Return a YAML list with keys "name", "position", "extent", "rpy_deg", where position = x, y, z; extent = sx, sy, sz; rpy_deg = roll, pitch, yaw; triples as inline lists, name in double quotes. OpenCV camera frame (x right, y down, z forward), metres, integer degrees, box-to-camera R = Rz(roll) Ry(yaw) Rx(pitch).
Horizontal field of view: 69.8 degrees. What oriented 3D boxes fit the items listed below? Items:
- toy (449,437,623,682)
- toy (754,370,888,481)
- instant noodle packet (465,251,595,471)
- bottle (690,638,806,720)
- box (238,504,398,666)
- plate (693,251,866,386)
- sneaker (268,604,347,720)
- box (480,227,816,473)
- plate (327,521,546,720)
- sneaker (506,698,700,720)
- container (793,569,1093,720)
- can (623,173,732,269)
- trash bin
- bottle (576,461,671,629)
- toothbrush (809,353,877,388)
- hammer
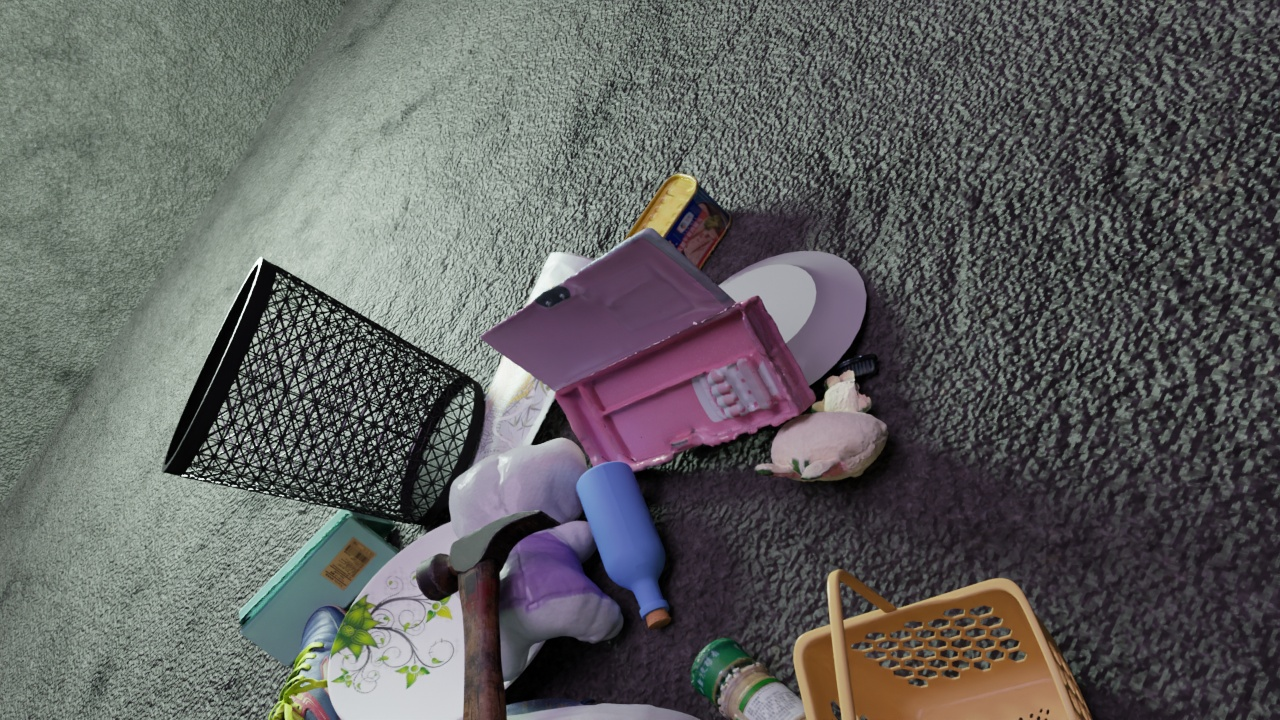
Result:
- name: "toy"
  position: [-0.098, 0.150, 0.754]
  extent: [0.138, 0.085, 0.209]
  rpy_deg: [-24, 40, 4]
- name: "toy"
  position: [0.129, 0.055, 0.636]
  extent: [0.087, 0.050, 0.112]
  rpy_deg: [-15, 18, 44]
- name: "instant noodle packet"
  position: [-0.120, 0.018, 0.928]
  extent: [0.147, 0.057, 0.268]
  rpy_deg: [6, 67, 57]
- name: "bottle"
  position: [0.078, 0.217, 0.567]
  extent: [0.042, 0.042, 0.110]
  rpy_deg: [-56, 38, -5]
- name: "box"
  position: [-0.338, 0.243, 0.972]
  extent: [0.189, 0.077, 0.079]
  rpy_deg: [-43, 54, 10]
- name: "plate"
  position: [0.096, -0.032, 0.740]
  extent: [0.173, 0.019, 0.172]
  rpy_deg: [-24, 39, 20]
- name: "sneaker"
  position: [-0.306, 0.315, 0.855]
  extent: [0.116, 0.091, 0.241]
  rpy_deg: [-47, 36, 11]
- name: "box"
  position: [-0.001, -0.001, 0.698]
  extent: [0.234, 0.180, 0.055]
  rpy_deg: [-23, 22, 47]
- name: "plate"
  position: [-0.163, 0.229, 0.798]
  extent: [0.230, 0.030, 0.229]
  rpy_deg: [-19, 35, 13]
- name: "sneaker"
  position: [-0.040, 0.262, 0.631]
  extent: [0.236, 0.087, 0.079]
  rpy_deg: [-14, 12, 29]
- name: "container"
  position: [0.141, 0.199, 0.411]
  extent: [0.129, 0.167, 0.183]
  rpy_deg: [-28, 43, 29]
- name: "can"
  position: [0.034, -0.119, 0.870]
  extent: [0.099, 0.059, 0.054]
  rpy_deg: [-55, 37, -3]
- name: "trash bin"
  position: [-0.303, 0.049, 0.911]
  extent: [0.218, 0.243, 0.216]
  rpy_deg: [-42, 34, 37]
- name: "bottle"
  position: [-0.008, 0.144, 0.707]
  extent: [0.048, 0.048, 0.131]
  rpy_deg: [-37, 55, 20]
- name: "toothbrush"
  position: [0.100, 0.037, 0.712]
  extent: [0.188, 0.014, 0.017]
  rpy_deg: [-27, 51, 30]
- name: "hammer"
  position: [-0.093, 0.251, 0.582]
  extent: [0.120, 0.033, 0.329]
  rpy_deg: [-31, 45, 22]
